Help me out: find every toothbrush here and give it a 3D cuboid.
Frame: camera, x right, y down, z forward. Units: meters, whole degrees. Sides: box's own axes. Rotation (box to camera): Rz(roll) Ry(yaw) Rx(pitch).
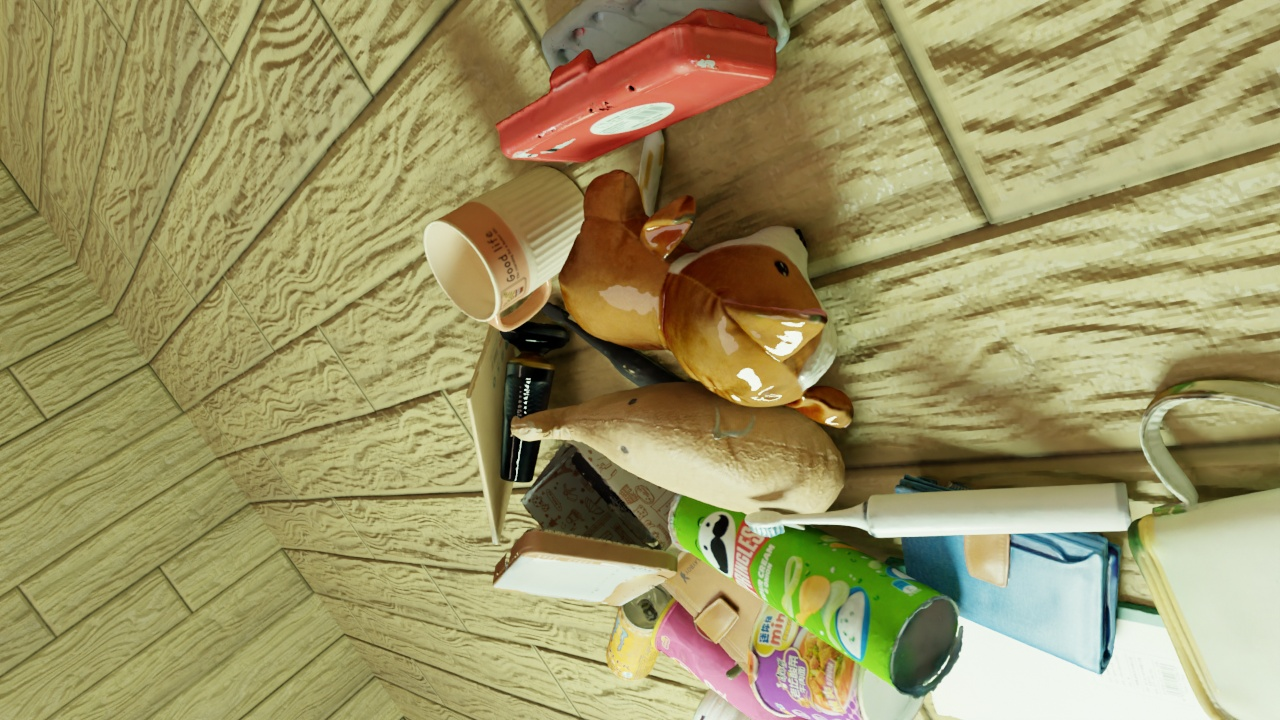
[{"bbox_3d":[-0.004,0.004,0.756,0.213,0.027,0.026,33,109,28],"label":"toothbrush"},{"bbox_3d":[0.167,0.092,0.546,0.221,0.026,0.026,-8,124,26],"label":"toothbrush"},{"bbox_3d":[-0.002,-0.089,0.666,0.016,0.018,0.192,35,144,21],"label":"toothbrush"}]

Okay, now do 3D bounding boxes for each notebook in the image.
[{"bbox_3d":[0.276,0.210,0.622,0.210,0.012,0.150,0,120,50],"label":"notebook"},{"bbox_3d":[-0.134,0.055,0.872,0.008,0.147,0.208,4,134,4],"label":"notebook"}]

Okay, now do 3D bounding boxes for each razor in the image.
[{"bbox_3d":[-0.105,0.039,0.844,0.067,0.062,0.168,-104,22,-67],"label":"razor"}]

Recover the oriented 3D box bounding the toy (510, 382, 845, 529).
[{"bbox_3d":[0.029,0.055,0.623,0.226,0.082,0.144,18,159,-15],"label":"toy"}]

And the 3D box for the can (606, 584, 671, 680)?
[{"bbox_3d":[-0.002,0.298,1.006,0.058,0.058,0.146,38,145,20],"label":"can"}]

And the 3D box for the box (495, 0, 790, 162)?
[{"bbox_3d":[-0.007,-0.186,0.541,0.202,0.095,0.099,-6,90,54],"label":"box"}]

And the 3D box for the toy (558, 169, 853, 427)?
[{"bbox_3d":[0.046,-0.038,0.573,0.199,0.130,0.140,37,175,39],"label":"toy"}]

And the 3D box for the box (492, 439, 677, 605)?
[{"bbox_3d":[-0.050,0.162,0.831,0.150,0.167,0.182,48,147,7],"label":"box"}]

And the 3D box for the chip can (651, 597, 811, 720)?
[{"bbox_3d":[0.111,0.297,0.853,0.211,0.071,0.071,29,141,31],"label":"chip can"}]

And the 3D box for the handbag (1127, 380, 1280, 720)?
[{"bbox_3d":[0.316,0.083,0.421,0.164,0.063,0.178,-33,79,57],"label":"handbag"}]

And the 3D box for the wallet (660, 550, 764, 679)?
[{"bbox_3d":[0.086,0.210,0.809,0.130,0.035,0.119,44,119,13],"label":"wallet"}]

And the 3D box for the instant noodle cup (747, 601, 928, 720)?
[{"bbox_3d":[0.154,0.229,0.694,0.099,0.111,0.111,3,124,52],"label":"instant noodle cup"}]

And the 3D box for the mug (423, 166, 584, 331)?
[{"bbox_3d":[-0.097,-0.080,0.711,0.082,0.105,0.115,27,140,33],"label":"mug"}]

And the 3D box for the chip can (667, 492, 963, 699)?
[{"bbox_3d":[0.117,0.153,0.669,0.236,0.072,0.072,23,139,52],"label":"chip can"}]

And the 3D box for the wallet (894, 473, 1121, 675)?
[{"bbox_3d":[0.226,0.131,0.575,0.133,0.040,0.106,16,130,43],"label":"wallet"}]

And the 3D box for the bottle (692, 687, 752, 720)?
[{"bbox_3d":[0.147,0.395,0.912,0.197,0.068,0.068,31,142,24],"label":"bottle"}]
